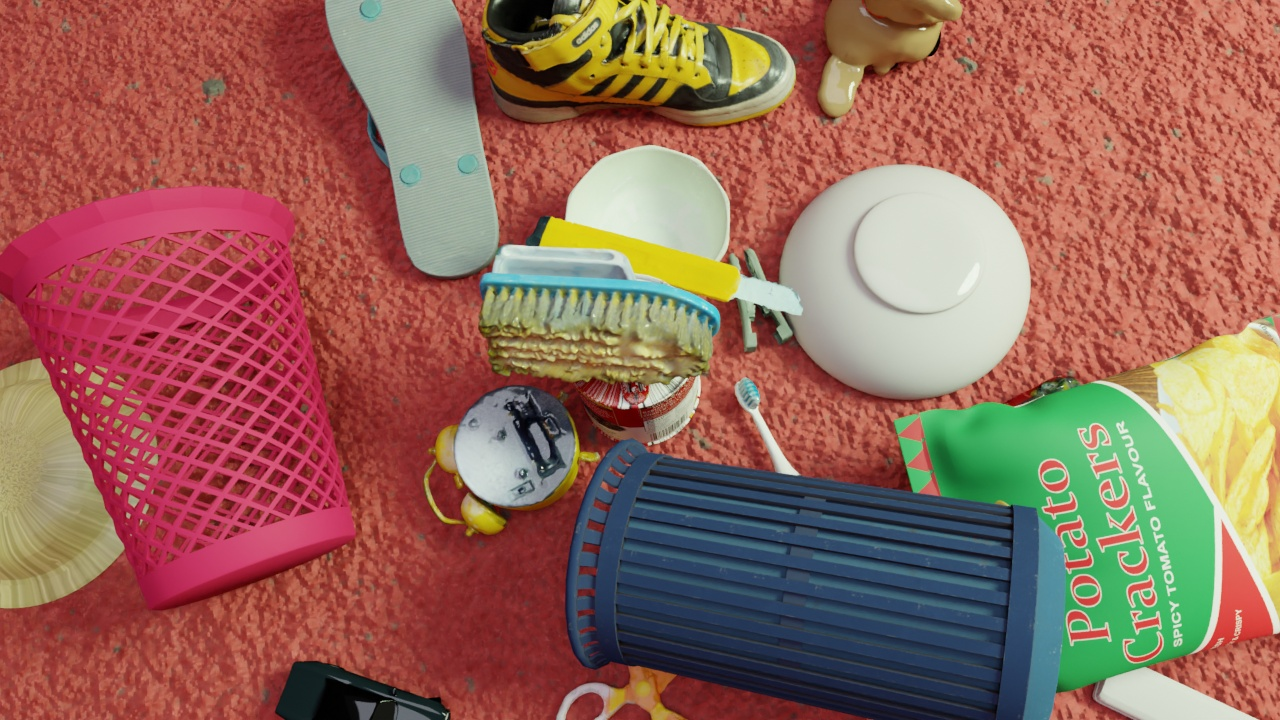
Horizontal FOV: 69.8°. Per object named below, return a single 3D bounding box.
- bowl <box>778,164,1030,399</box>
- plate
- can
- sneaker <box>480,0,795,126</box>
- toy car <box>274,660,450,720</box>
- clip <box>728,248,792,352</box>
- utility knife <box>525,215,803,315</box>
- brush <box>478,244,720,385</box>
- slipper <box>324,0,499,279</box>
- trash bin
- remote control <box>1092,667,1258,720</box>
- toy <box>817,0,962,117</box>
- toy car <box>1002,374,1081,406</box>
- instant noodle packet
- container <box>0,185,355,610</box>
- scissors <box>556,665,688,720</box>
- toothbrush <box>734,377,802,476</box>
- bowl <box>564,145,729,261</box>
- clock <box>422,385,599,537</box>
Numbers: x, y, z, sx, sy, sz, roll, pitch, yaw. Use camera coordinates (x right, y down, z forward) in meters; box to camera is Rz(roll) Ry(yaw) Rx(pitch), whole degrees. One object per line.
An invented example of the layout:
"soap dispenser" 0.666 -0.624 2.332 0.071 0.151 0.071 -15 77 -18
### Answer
"bowl" 0.188 -0.065 0.640 0.176 0.066 0.176 -1 74 3
"plate" -0.445 0.081 0.656 0.184 0.036 0.184 -1 74 3
"can" -0.004 0.004 0.607 0.086 0.116 0.086 -1 74 3
"sneaker" -0.003 -0.236 0.674 0.238 0.122 0.086 -2 75 4
"toy car" -0.181 0.229 0.597 0.112 0.034 0.046 16 76 8
"clip" 0.076 -0.041 0.665 0.050 0.023 0.078 -29 76 -6
"utility knife" 0.016 -0.061 0.612 0.191 0.018 0.030 16 81 11
"brush" -0.022 -0.030 0.530 0.136 0.055 0.075 4 52 5
"slipper" -0.167 -0.191 0.715 0.098 0.055 0.268 -19 85 -4
"trash bin" 0.099 0.130 0.523 0.250 0.139 0.139 6 74 20
"remote control" 0.353 0.227 0.574 0.131 0.012 0.033 24 77 10
"toy" 0.184 -0.261 0.682 0.105 0.108 0.134 11 74 -11
"toy car" 0.257 0.044 0.617 0.091 0.036 0.042 -31 104 -7
"instant noodle packet" 0.304 0.097 0.565 0.253 0.090 0.195 -16 92 1
"container" -0.284 0.032 0.598 0.183 0.183 0.225 -22 81 -3
"scissors" -0.004 0.218 0.601 0.128 0.011 0.125 -12 69 0
"toothbrush" 0.114 0.111 0.616 0.027 0.027 0.222 -17 72 -26
"bowl" 0.006 -0.088 0.662 0.117 0.061 0.117 -1 74 3
"clock" -0.093 0.068 0.626 0.118 0.057 0.083 -27 75 -5
